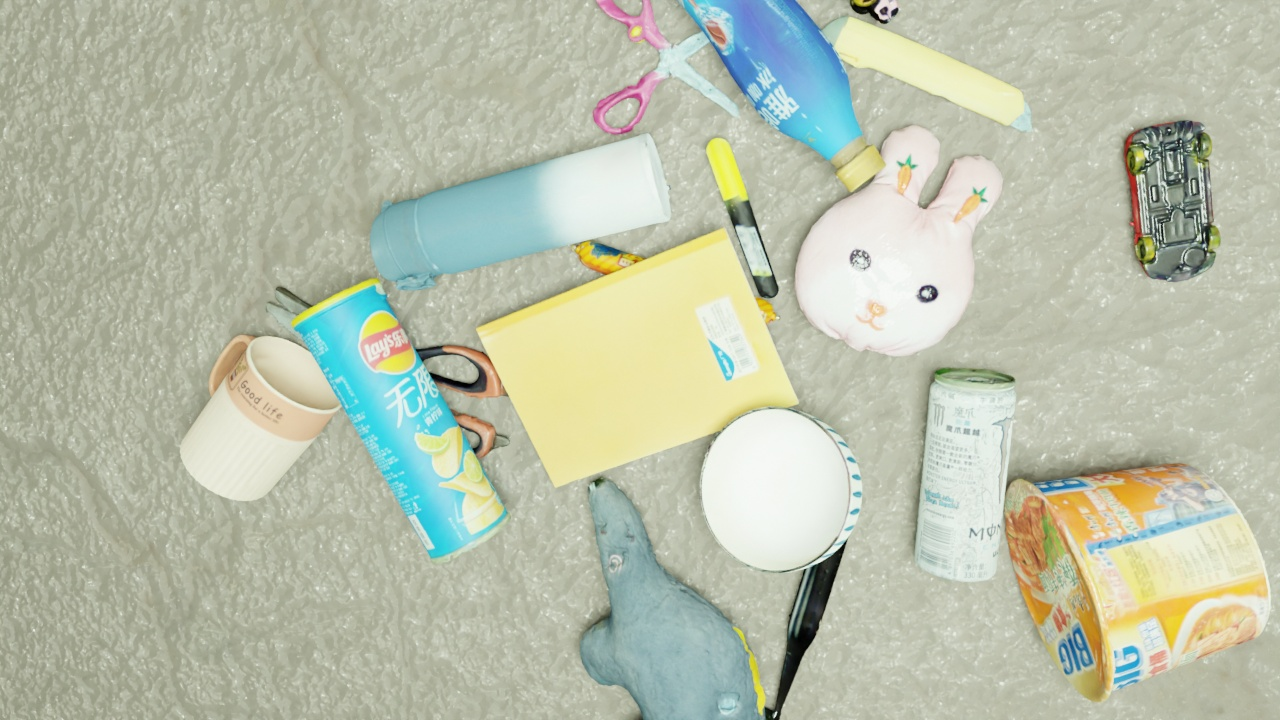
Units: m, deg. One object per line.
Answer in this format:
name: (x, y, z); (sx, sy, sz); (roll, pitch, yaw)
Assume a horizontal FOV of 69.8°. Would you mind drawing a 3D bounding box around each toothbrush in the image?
toothbrush: (0.127, 0.205, 0.720); (0.027, 0.026, 0.213); (26, 108, 38)

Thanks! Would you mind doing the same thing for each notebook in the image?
notebook: (-0.004, 0.004, 0.690); (0.206, 0.010, 0.146); (-21, 105, 16)

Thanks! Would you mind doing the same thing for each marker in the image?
marker: (0.076, -0.103, 0.672); (0.018, 0.015, 0.124); (-19, 101, 12)

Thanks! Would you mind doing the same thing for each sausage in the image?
sausage: (0.025, -0.057, 0.684); (0.165, 0.021, 0.021); (19, 103, 4)

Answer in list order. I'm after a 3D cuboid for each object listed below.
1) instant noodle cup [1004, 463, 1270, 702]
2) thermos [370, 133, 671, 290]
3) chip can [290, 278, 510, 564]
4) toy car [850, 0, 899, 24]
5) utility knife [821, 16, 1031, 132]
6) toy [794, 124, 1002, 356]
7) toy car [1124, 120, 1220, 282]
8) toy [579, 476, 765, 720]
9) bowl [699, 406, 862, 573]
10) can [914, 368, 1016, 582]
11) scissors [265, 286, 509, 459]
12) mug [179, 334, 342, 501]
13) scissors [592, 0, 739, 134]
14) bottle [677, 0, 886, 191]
instant noodle cup: (0.331, 0.140, 0.619); (0.111, 0.151, 0.151); (-15, 99, 3)
thermos: (-0.089, -0.106, 0.671); (0.221, 0.070, 0.070); (-13, 99, 11)
chip can: (-0.178, 0.046, 0.695); (0.071, 0.071, 0.210); (-27, 97, 13)
toy car: (0.127, -0.273, 0.609); (0.122, 0.056, 0.037); (43, 111, -2)
utility knife: (0.198, -0.198, 0.632); (0.163, 0.018, 0.031); (25, 108, 5)
toy: (0.181, -0.082, 0.642); (0.121, 0.054, 0.159); (25, 96, 3)
toy car: (0.356, -0.106, 0.618); (0.049, 0.031, 0.106); (-10, 98, 11)
toy: (0.029, 0.263, 0.720); (0.138, 0.091, 0.356); (-6, 100, 38)
bowl: (0.109, 0.094, 0.669); (0.117, 0.066, 0.116); (-5, 80, 32)
can: (0.233, 0.082, 0.661); (0.058, 0.058, 0.147); (4, 102, 8)
scissors: (-0.197, -0.005, 0.733); (0.194, 0.015, 0.206); (-21, 98, 13)
mug: (-0.308, 0.037, 0.730); (0.106, 0.081, 0.114); (-48, 64, 15)
scissors: (0.015, -0.213, 0.659); (0.133, 0.017, 0.136); (38, 100, -4)
bottle: (0.088, -0.209, 0.614); (0.065, 0.065, 0.218); (-37, 91, 13)
